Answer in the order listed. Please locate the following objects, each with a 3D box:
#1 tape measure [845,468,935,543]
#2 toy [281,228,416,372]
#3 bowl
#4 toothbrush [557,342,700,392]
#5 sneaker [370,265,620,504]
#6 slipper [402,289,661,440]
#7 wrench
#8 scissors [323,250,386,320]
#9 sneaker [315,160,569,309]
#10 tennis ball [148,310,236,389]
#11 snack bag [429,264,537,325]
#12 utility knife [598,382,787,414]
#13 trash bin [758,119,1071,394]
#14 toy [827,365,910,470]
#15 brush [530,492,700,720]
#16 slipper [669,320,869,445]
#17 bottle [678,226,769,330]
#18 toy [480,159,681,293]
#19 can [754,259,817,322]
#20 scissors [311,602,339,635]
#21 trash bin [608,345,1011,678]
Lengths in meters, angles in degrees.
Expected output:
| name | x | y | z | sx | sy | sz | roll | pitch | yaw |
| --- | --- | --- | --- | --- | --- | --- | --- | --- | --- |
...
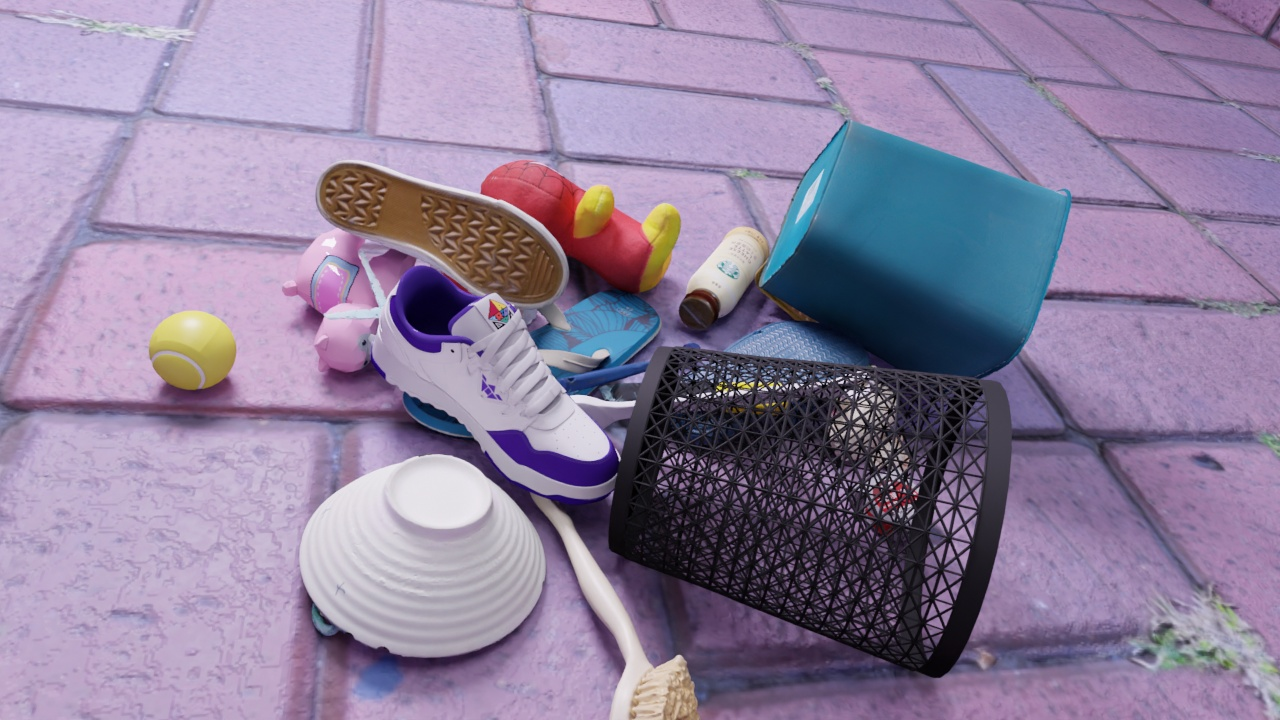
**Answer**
| name | x | y | z | sx | sy | sz | roll | pitch | yaw |
| --- | --- | --- | --- | --- | --- | --- | --- | --- | --- |
| tape measure | 0.223 | 0.129 | 0.811 | 0.060 | 0.020 | 0.062 | -15 | 48 | -31 |
| toy | -0.268 | -0.056 | 0.846 | 0.123 | 0.067 | 0.157 | 19 | 43 | 7 |
| bowl | -0.148 | 0.117 | 0.657 | 0.177 | 0.071 | 0.177 | 13 | 34 | -9 |
| toothbrush | -0.005 | 0.005 | 0.859 | 0.189 | 0.017 | 0.016 | -13 | 52 | -47 |
| sneaker | -0.107 | 0.008 | 0.723 | 0.244 | 0.111 | 0.091 | 33 | 44 | 13 |
| slipper | -0.084 | -0.012 | 0.856 | 0.118 | 0.060 | 0.293 | 38 | 45 | 22 |
| wrench | 0.061 | 0.035 | 0.786 | 0.273 | 0.047 | 0.009 | -6 | 50 | 9 |
| scissors | -0.218 | -0.040 | 0.811 | 0.132 | 0.014 | 0.127 | -22 | 82 | -49 |
| sneaker | -0.174 | -0.118 | 0.841 | 0.235 | 0.087 | 0.079 | 23 | 5 | -4 |
| tennis ball | -0.369 | -0.008 | 0.757 | 0.065 | 0.065 | 0.065 | 9 | 40 | -7 |
| snack bag | -0.153 | -0.089 | 0.909 | 0.116 | 0.077 | 0.036 | 21 | 38 | 7 |
| utility knife | 0.046 | 0.032 | 0.824 | 0.174 | 0.020 | 0.028 | 2 | 51 | 11 |
| trash bin | 0.256 | -0.107 | 0.903 | 0.218 | 0.199 | 0.196 | 24 | 72 | -3 |
| toy | 0.211 | 0.059 | 0.860 | 0.087 | 0.112 | 0.050 | -43 | 26 | -25 |
| brush | -0.030 | 0.174 | 0.656 | 0.077 | 0.062 | 0.272 | -27 | 44 | -4 |
| slipper | 0.118 | 0.022 | 0.878 | 0.213 | 0.059 | 0.103 | -23 | 49 | -18 |
| bottle | 0.090 | -0.089 | 1.001 | 0.056 | 0.057 | 0.161 | 25 | 40 | 12 |
| toy | -0.069 | -0.140 | 0.966 | 0.216 | 0.148 | 0.098 | 18 | 67 | 1 |
| can | 0.180 | -0.086 | 1.011 | 0.100 | 0.054 | 0.058 | 39 | 39 | -4 |
| scissors | -0.187 | 0.156 | 0.660 | 0.127 | 0.011 | 0.125 | -16 | 48 | -36 |
| trash bin | 0.116 | 0.094 | 0.686 | 0.243 | 0.217 | 0.216 | 13 | 39 | 8 |
